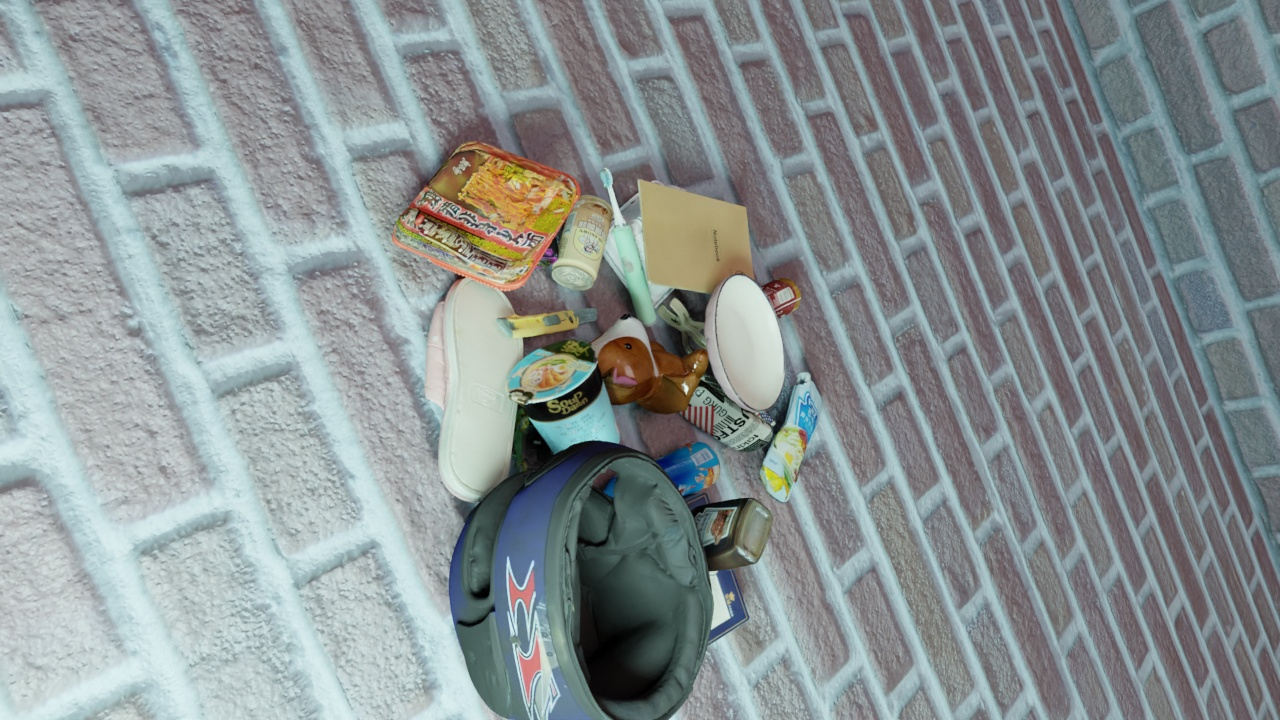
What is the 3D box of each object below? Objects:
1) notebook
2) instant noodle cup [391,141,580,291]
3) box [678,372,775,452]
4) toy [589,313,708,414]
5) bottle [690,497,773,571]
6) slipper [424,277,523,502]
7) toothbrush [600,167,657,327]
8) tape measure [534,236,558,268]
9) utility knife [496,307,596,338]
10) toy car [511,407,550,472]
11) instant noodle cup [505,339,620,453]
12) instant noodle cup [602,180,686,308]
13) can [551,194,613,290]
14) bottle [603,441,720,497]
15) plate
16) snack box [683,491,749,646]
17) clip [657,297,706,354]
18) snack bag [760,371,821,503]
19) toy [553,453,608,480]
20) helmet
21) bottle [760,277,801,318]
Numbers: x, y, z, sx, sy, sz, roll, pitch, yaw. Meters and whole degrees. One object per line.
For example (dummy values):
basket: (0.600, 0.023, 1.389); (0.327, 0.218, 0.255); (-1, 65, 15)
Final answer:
notebook: (0.082, -0.164, 1.277); (0.207, 0.008, 0.147); (5, 74, -40)
instant noodle cup: (-0.173, -0.159, 1.059); (0.164, 0.079, 0.188); (23, 57, 8)
box: (0.123, 0.060, 1.298); (0.163, 0.076, 0.087); (32, 39, -26)
toy: (-0.007, 0.007, 1.151); (0.199, 0.140, 0.130); (-1, 96, -45)
bottle: (0.064, 0.204, 1.049); (0.044, 0.195, 0.079); (39, 55, -22)
slipper: (-0.190, 0.030, 1.035); (0.114, 0.055, 0.273); (21, 55, -40)
toothbrush: (-0.017, -0.146, 1.204); (0.027, 0.026, 0.225); (-59, 139, -54)
tape measure: (-0.130, -0.134, 1.134); (0.057, 0.057, 0.039); (-8, 80, -19)
utility knife: (-0.110, -0.048, 1.132); (0.198, 0.021, 0.031); (-13, 83, -62)
toy car: (-0.128, 0.099, 1.081); (0.043, 0.036, 0.091); (11, 69, -39)
instant noodle cup: (-0.080, 0.056, 1.042); (0.111, 0.111, 0.120); (-51, 132, -37)
instant noodle cup: (0.032, -0.171, 1.283); (0.138, 0.060, 0.173); (54, 49, -14)
can: (-0.074, -0.153, 1.186); (0.058, 0.059, 0.116); (29, 60, -31)
bottle: (0.010, 0.162, 1.163); (0.218, 0.065, 0.065); (-18, 89, -42)
plate: (0.138, -0.022, 1.259); (0.192, 0.039, 0.192); (21, 63, -50)
snack box: (0.040, 0.280, 1.166); (0.182, 0.046, 0.178); (-17, 88, -41)
clip: (0.078, -0.047, 1.281); (0.104, 0.082, 0.034); (56, 49, -27)
snack bag: (0.231, 0.111, 1.372); (0.110, 0.039, 0.190); (55, 50, -35)
toy: (-0.066, 0.116, 1.128); (0.107, 0.039, 0.084); (-33, 100, -39)
helmet: (-0.078, 0.225, 0.939); (0.246, 0.241, 0.316); (-30, 114, -42)
bottle: (0.170, -0.076, 1.373); (0.174, 0.058, 0.057); (-25, 94, -42)
